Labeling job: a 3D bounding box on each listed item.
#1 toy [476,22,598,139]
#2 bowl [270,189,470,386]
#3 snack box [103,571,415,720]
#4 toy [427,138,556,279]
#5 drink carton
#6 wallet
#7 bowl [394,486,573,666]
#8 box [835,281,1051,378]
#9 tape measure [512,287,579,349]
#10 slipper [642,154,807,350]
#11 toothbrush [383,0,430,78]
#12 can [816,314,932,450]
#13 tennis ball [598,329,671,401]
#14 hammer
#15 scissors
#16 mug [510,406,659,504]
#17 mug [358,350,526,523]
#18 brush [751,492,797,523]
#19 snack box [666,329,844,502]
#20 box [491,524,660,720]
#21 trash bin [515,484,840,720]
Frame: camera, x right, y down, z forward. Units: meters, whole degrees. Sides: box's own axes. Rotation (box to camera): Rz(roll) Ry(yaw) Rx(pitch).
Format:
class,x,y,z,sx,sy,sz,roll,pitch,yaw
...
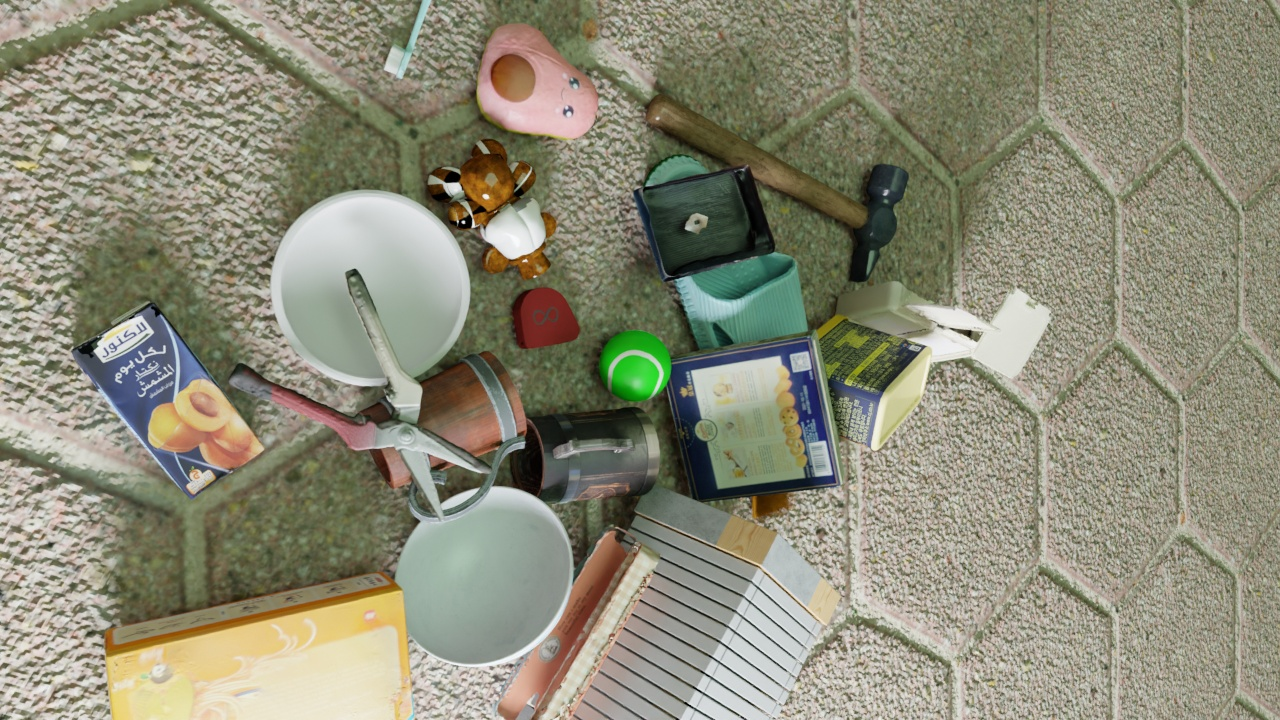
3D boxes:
class,x,y,z,sx,sy,sz,roll,pitch,yaw
toy,-0.086,-0.232,0.783,0.109,0.051,0.090,15,85,-31
bowl,-0.212,-0.056,0.716,0.149,0.043,0.149,-2,93,-28
snack box,-0.271,0.248,0.668,0.195,0.081,0.145,-7,95,-30
toy,-0.116,-0.122,0.766,0.087,0.067,0.113,-40,120,-24
drink carton,-0.333,0.028,0.648,0.064,0.040,0.130,-39,110,-25
wallet,0.057,-0.126,0.836,0.114,0.026,0.089,-15,86,-19
bowl,-0.118,0.184,0.749,0.143,0.144,0.074,-52,155,-19
box,0.304,-0.028,0.945,0.143,0.181,0.080,20,74,-24
tape measure,-0.084,-0.039,0.809,0.058,0.019,0.051,-12,95,-37
slipper,0.091,-0.072,0.887,0.115,0.070,0.276,-36,108,-22
toothbrush,-0.171,-0.314,0.751,0.016,0.016,0.180,22,81,-21
can,0.214,0.020,0.912,0.134,0.104,0.075,-33,135,-46
tennis ball,-0.005,0.005,0.831,0.065,0.065,0.065,-1,92,-31
hammer,0.141,-0.188,0.933,0.321,0.040,0.129,20,85,-29
scissors,-0.199,0.023,0.674,0.198,0.015,0.179,8,79,-16
mug,-0.041,0.078,0.784,0.107,0.116,0.080,-2,75,-30
mug,-0.149,0.063,0.727,0.111,0.082,0.117,-24,68,-25
brush,0.133,0.100,0.930,0.048,0.017,0.126,-16,112,-30
snack box,0.106,0.054,0.860,0.042,0.145,0.144,-36,115,-69
box,-0.051,0.223,0.747,0.067,0.057,0.187,29,75,11
trash bin,0.035,0.263,0.795,0.142,0.143,0.246,46,68,-43
